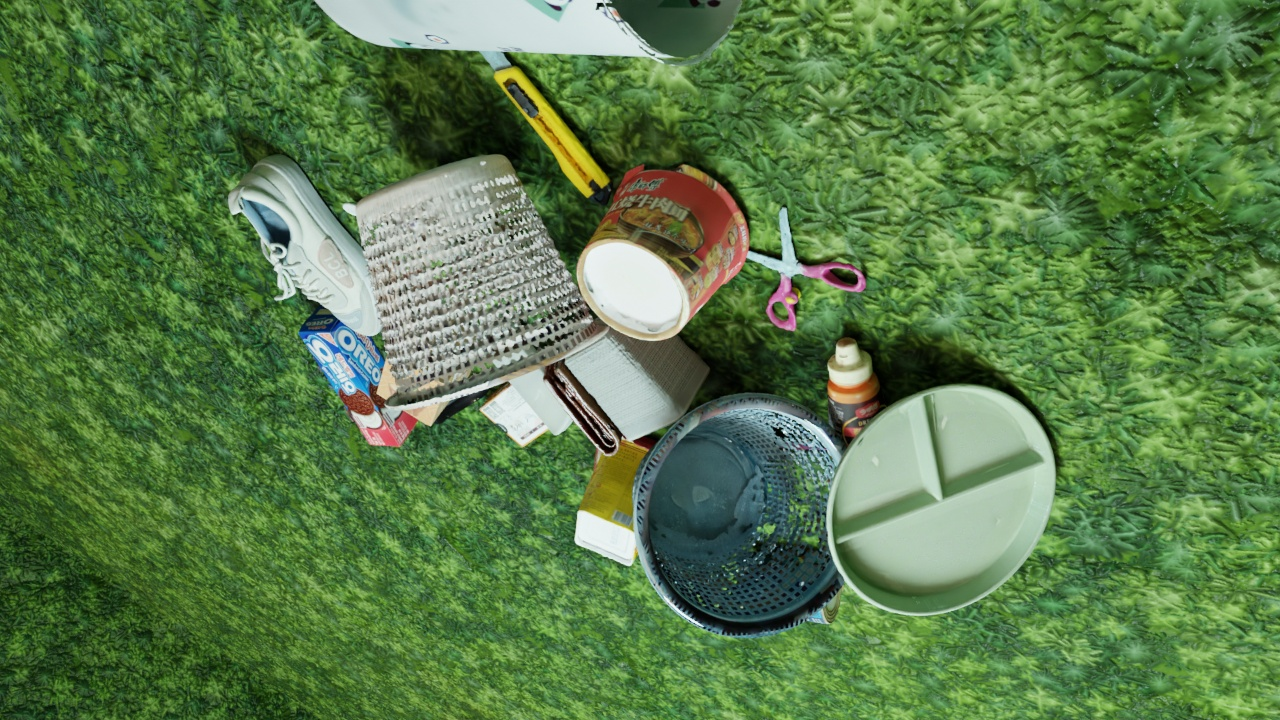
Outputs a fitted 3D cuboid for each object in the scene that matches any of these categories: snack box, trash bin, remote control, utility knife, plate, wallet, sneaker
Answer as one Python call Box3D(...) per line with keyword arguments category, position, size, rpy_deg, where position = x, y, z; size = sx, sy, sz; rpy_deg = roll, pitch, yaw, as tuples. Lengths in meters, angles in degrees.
Box3D(category="snack box", position=(-0.368, 0.023, 1.207), size=(0.058, 0.057, 0.208), rpy_deg=(1, 131, 26))
Box3D(category="trash bin", position=(-0.165, -0.081, 0.868), size=(0.228, 0.226, 0.192), rpy_deg=(-11, 103, 38))
Box3D(category="trash bin", position=(0.082, 0.145, 0.938), size=(0.226, 0.226, 0.195), rpy_deg=(39, 171, -10))
Box3D(category="snack box", position=(-0.130, 0.050, 1.117), size=(0.075, 0.026, 0.154), rpy_deg=(42, 138, -12))
Box3D(category="remote control", position=(-0.126, 0.014, 1.040), size=(0.150, 0.021, 0.058), rpy_deg=(49, 134, 16))
Box3D(category="snack box", position=(-0.250, 0.005, 1.091), size=(0.077, 0.092, 0.095), rpy_deg=(32, 140, -1))
Box3D(category="utility knife", position=(-0.101, -0.229, 0.818), size=(0.033, 0.015, 0.230), rpy_deg=(-29, 108, 39))
Box3D(category="plate", position=(0.276, 0.128, 0.850), size=(0.230, 0.027, 0.230), rpy_deg=(-3, 107, -11))
Box3D(category="trash bin", position=(-0.084, -0.304, 0.594), size=(0.252, 0.228, 0.230), rpy_deg=(8, 135, 31))
Box3D(category="wallet", position=(-0.055, 0.032, 1.002), size=(0.032, 0.101, 0.124), rpy_deg=(-30, 113, 20))
Box3D(category="sneaker", position=(-0.379, -0.111, 1.053), size=(0.090, 0.090, 0.242), rpy_deg=(-2, 131, 33))

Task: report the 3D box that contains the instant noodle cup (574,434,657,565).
Box3D(category="instant noodle cup", position=(-0.017, 0.165, 1.092), size=(0.116, 0.123, 0.116), rpy_deg=(21, 139, 10))

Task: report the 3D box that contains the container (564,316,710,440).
Box3D(category="container", position=(-0.006, 0.006, 0.953), size=(0.114, 0.090, 0.090), rpy_deg=(48, 136, -15))

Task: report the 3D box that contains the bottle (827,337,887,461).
Box3D(category="bottle", position=(0.209, 0.043, 0.888), size=(0.067, 0.066, 0.150), rpy_deg=(2, 125, 29))

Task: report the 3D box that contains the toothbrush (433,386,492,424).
Box3D(category="toothbrush", position=(-0.206, 0.036, 1.149), size=(0.026, 0.027, 0.213), rpy_deg=(2, 158, -41))

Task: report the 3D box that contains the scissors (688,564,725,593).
Box3D(category="scissors", position=(0.067, 0.265, 1.167), size=(0.175, 0.019, 0.170), rpy_deg=(47, 171, -10))

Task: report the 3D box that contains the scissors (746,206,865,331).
Box3D(category="scissors", position=(0.142, -0.080, 0.834), size=(0.136, 0.017, 0.133), rpy_deg=(10, 132, 28))

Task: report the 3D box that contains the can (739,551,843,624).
Box3D(category="can", position=(0.184, 0.277, 1.123), size=(0.111, 0.075, 0.075), rpy_deg=(1, 131, 30))

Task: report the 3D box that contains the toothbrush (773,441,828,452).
Box3D(category="toothbrush", position=(0.223, 0.092, 0.964), size=(0.190, 0.017, 0.014), rpy_deg=(2, 131, 34))

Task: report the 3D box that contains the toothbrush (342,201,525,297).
Box3D(category="toothbrush", position=(-0.225, -0.125, 0.995), size=(0.221, 0.026, 0.027), rpy_deg=(25, 114, 6))

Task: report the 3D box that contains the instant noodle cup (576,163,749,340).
Box3D(category="instant noodle cup", position=(0.015, -0.090, 0.820), size=(0.138, 0.108, 0.138), rpy_deg=(19, 138, 18))
